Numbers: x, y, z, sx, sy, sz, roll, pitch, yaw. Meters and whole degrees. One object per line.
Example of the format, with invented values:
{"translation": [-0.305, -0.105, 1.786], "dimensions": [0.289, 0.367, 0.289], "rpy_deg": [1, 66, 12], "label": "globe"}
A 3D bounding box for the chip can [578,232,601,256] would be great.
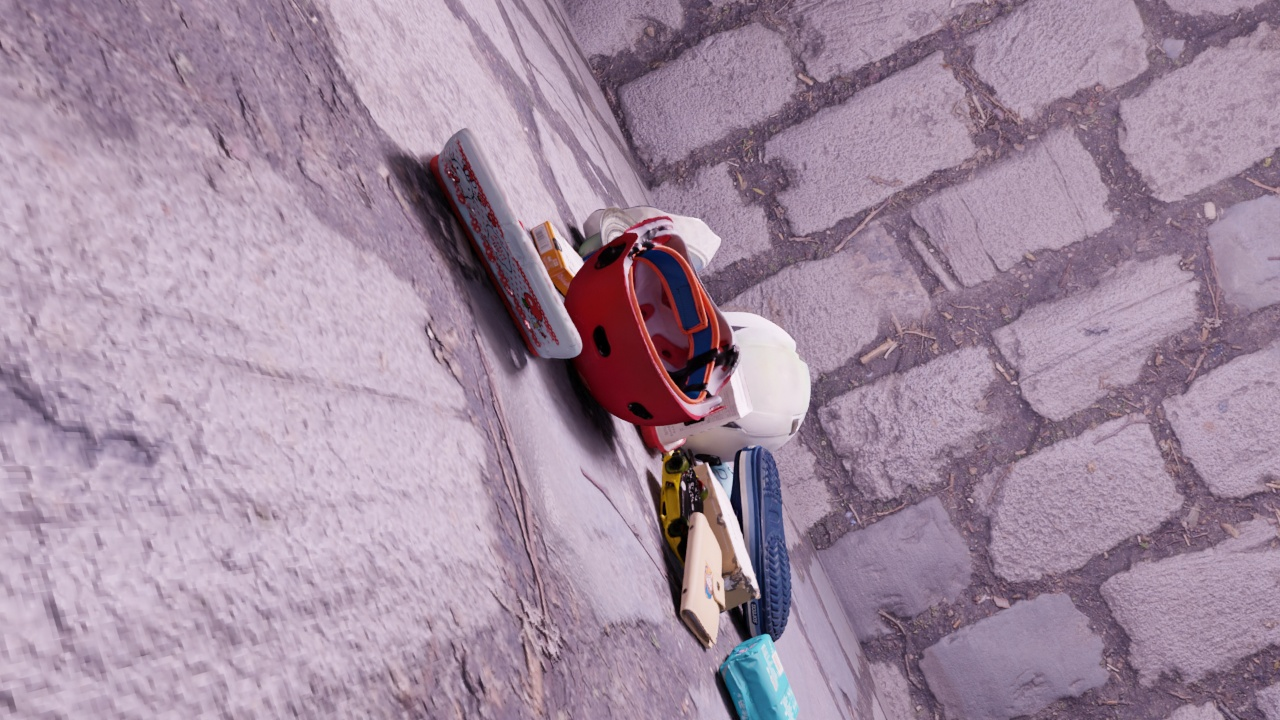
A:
{"translation": [-0.012, -0.082, 1.305], "dimensions": [0.221, 0.073, 0.072], "rpy_deg": [61, 9, -24], "label": "chip can"}

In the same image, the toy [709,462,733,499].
{"translation": [0.137, 0.209, 1.430], "dimensions": [0.161, 0.050, 0.156], "rpy_deg": [49, 19, -76], "label": "toy"}

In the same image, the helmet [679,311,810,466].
{"translation": [0.145, 0.035, 1.293], "dimensions": [0.258, 0.146, 0.228], "rpy_deg": [15, 75, -42], "label": "helmet"}

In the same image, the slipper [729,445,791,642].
{"translation": [0.137, 0.237, 1.193], "dimensions": [0.105, 0.095, 0.252], "rpy_deg": [17, 68, -60], "label": "slipper"}

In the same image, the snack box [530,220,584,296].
{"translation": [-0.079, -0.099, 1.104], "dimensions": [0.154, 0.026, 0.075], "rpy_deg": [49, 18, -60], "label": "snack box"}

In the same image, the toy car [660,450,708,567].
{"translation": [0.047, 0.171, 1.026], "dimensions": [0.071, 0.041, 0.155], "rpy_deg": [54, 23, -40], "label": "toy car"}

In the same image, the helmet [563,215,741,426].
{"translation": [-0.007, -0.021, 0.954], "dimensions": [0.207, 0.144, 0.239], "rpy_deg": [60, 27, -16], "label": "helmet"}

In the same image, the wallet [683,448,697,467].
{"translation": [0.088, 0.194, 1.259], "dimensions": [0.096, 0.020, 0.122], "rpy_deg": [-103, 172, -56], "label": "wallet"}

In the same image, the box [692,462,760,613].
{"translation": [0.083, 0.205, 1.097], "dimensions": [0.090, 0.062, 0.184], "rpy_deg": [58, 9, -38], "label": "box"}

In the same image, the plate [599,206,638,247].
{"translation": [-0.009, -0.119, 1.211], "dimensions": [0.179, 0.024, 0.179], "rpy_deg": [44, 33, -38], "label": "plate"}

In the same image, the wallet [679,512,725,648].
{"translation": [0.067, 0.229, 0.948], "dimensions": [0.115, 0.024, 0.087], "rpy_deg": [-81, 153, -44], "label": "wallet"}

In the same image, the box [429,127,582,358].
{"translation": [-0.115, -0.094, 0.787], "dimensions": [0.201, 0.059, 0.161], "rpy_deg": [63, -6, -11], "label": "box"}

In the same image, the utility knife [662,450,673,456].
{"translation": [0.045, 0.136, 1.202], "dimensions": [0.167, 0.018, 0.031], "rpy_deg": [64, 13, 10], "label": "utility knife"}

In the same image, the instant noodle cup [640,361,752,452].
{"translation": [0.066, 0.045, 1.143], "dimensions": [0.116, 0.124, 0.116], "rpy_deg": [-15, 91, -69], "label": "instant noodle cup"}

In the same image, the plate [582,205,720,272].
{"translation": [0.013, -0.171, 1.371], "dimensions": [0.205, 0.205, 0.045], "rpy_deg": [42, 53, -67], "label": "plate"}

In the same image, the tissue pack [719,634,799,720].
{"translation": [0.125, 0.346, 0.961], "dimensions": [0.133, 0.050, 0.093], "rpy_deg": [29, 38, -74], "label": "tissue pack"}

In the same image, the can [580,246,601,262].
{"translation": [-0.038, -0.082, 1.213], "dimensions": [0.134, 0.053, 0.053], "rpy_deg": [63, 9, -5], "label": "can"}
